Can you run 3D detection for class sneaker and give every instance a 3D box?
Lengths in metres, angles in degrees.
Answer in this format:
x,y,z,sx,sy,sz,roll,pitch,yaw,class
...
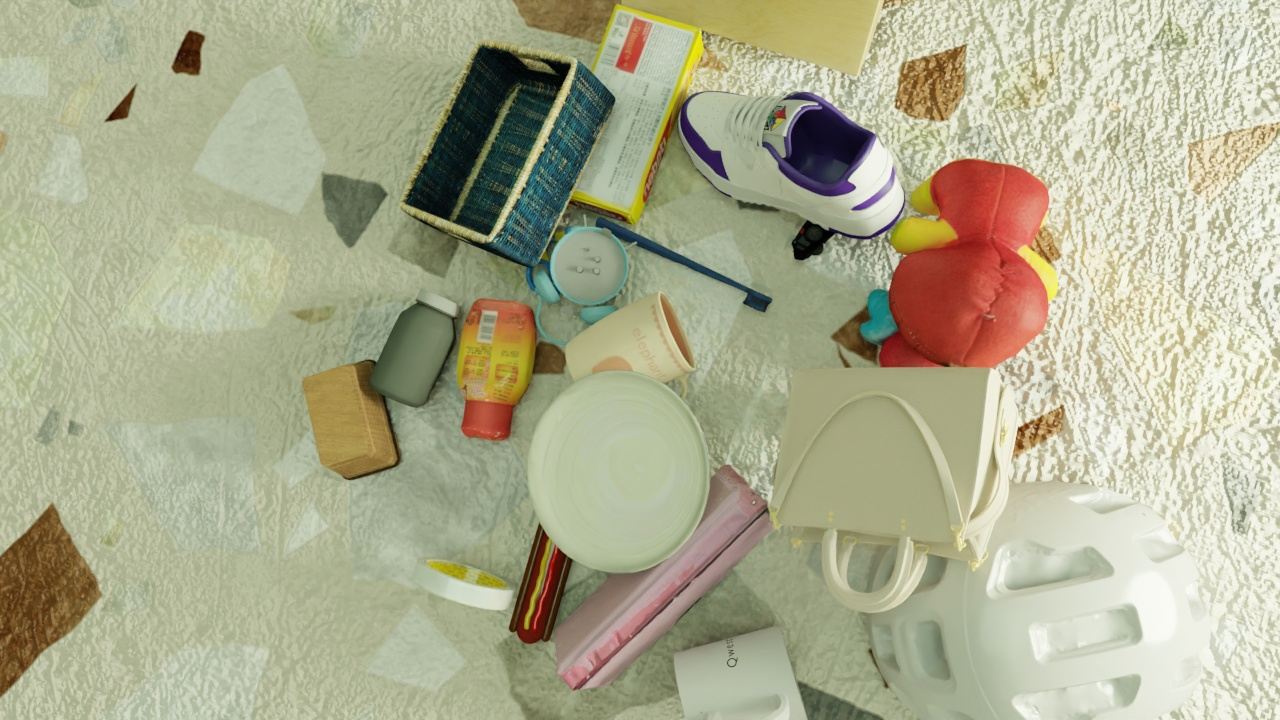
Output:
x,y,z,sx,sy,sz,roll,pitch,yaw,class
0.120,-0.197,0.824,0.244,0.111,0.091,32,83,28,sneaker

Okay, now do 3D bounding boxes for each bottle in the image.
x,y,z,sx,sy,sz,roll,pitch,yaw,class
-0.217,-0.012,0.894,0.060,0.060,0.108,24,87,10,bottle
-0.141,0.010,0.887,0.071,0.048,0.134,6,84,9,bottle

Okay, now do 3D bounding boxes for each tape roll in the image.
x,y,z,sx,sy,sz,roll,pitch,yaw,class
-0.162,0.204,0.841,0.094,0.094,0.019,17,85,9,tape roll

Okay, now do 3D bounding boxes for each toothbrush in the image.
x,y,z,sx,sy,sz,roll,pitch,yaw,class
0.040,-0.094,0.893,0.190,0.016,0.017,27,93,10,toothbrush

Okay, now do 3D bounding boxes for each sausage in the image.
x,y,z,sx,sy,sz,roll,pitch,yaw,class
-0.085,0.189,0.861,0.040,0.040,0.155,15,85,9,sausage

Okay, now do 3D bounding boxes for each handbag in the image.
x,y,z,sx,sy,sz,roll,pitch,yaw,class
0.196,0.107,0.749,0.195,0.101,0.197,-1,60,39,handbag

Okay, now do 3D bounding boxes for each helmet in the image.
x,y,z,sx,sy,sz,roll,pitch,yaw,class
0.344,0.218,0.773,0.282,0.184,0.224,-3,86,-13,helmet

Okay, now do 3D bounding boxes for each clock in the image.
x,y,z,sx,sy,sz,roll,pitch,yaw,class
-0.058,-0.073,0.883,0.087,0.042,0.123,27,91,-1,clock

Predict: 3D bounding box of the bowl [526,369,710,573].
x,y,z,sx,sy,sz,roll,pitch,yaw,class
-0.012,0.099,0.826,0.177,0.057,0.176,-2,84,24,bowl

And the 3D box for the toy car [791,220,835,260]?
x,y,z,sx,sy,sz,roll,pitch,yaw,class
0.173,-0.135,0.867,0.091,0.042,0.036,-44,72,0,toy car

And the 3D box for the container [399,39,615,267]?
x,y,z,sx,sy,sz,roll,pitch,yaw,class
-0.127,-0.197,0.874,0.145,0.071,0.187,24,88,36,container

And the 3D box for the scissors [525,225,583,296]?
x,y,z,sx,sy,sz,roll,pitch,yaw,class
-0.089,-0.129,0.916,0.109,0.018,0.131,-19,82,2,scissors

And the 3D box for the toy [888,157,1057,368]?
x,y,z,sx,sy,sz,roll,pitch,yaw,class
0.287,-0.084,0.788,0.147,0.099,0.215,12,55,14,toy

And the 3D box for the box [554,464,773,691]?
x,y,z,sx,sy,sz,roll,pitch,yaw,class
0.029,0.207,0.823,0.232,0.099,0.080,-44,100,-1,box

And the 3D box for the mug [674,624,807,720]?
x,y,z,sx,sy,sz,roll,pitch,yaw,class
0.087,0.288,0.785,0.096,0.119,0.083,-17,97,5,mug

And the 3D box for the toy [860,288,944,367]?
x,y,z,sx,sy,sz,roll,pitch,yaw,class
0.256,-0.016,0.836,0.092,0.062,0.132,-21,62,-10,toy

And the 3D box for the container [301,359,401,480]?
x,y,z,sx,sy,sz,roll,pitch,yaw,class
-0.284,0.056,0.893,0.063,0.061,0.114,-17,81,5,container

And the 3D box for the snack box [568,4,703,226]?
x,y,z,sx,sy,sz,roll,pitch,yaw,class
-0.014,-0.242,0.906,0.092,0.042,0.200,19,85,10,snack box

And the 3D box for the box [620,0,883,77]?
x,y,z,sx,sy,sz,roll,pitch,yaw,class
0.119,-0.398,0.864,0.248,0.142,0.179,20,75,9,box

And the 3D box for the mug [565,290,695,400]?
x,y,z,sx,sy,sz,roll,pitch,yaw,class
-0.005,0.005,0.860,0.104,0.085,0.111,-23,109,12,mug
